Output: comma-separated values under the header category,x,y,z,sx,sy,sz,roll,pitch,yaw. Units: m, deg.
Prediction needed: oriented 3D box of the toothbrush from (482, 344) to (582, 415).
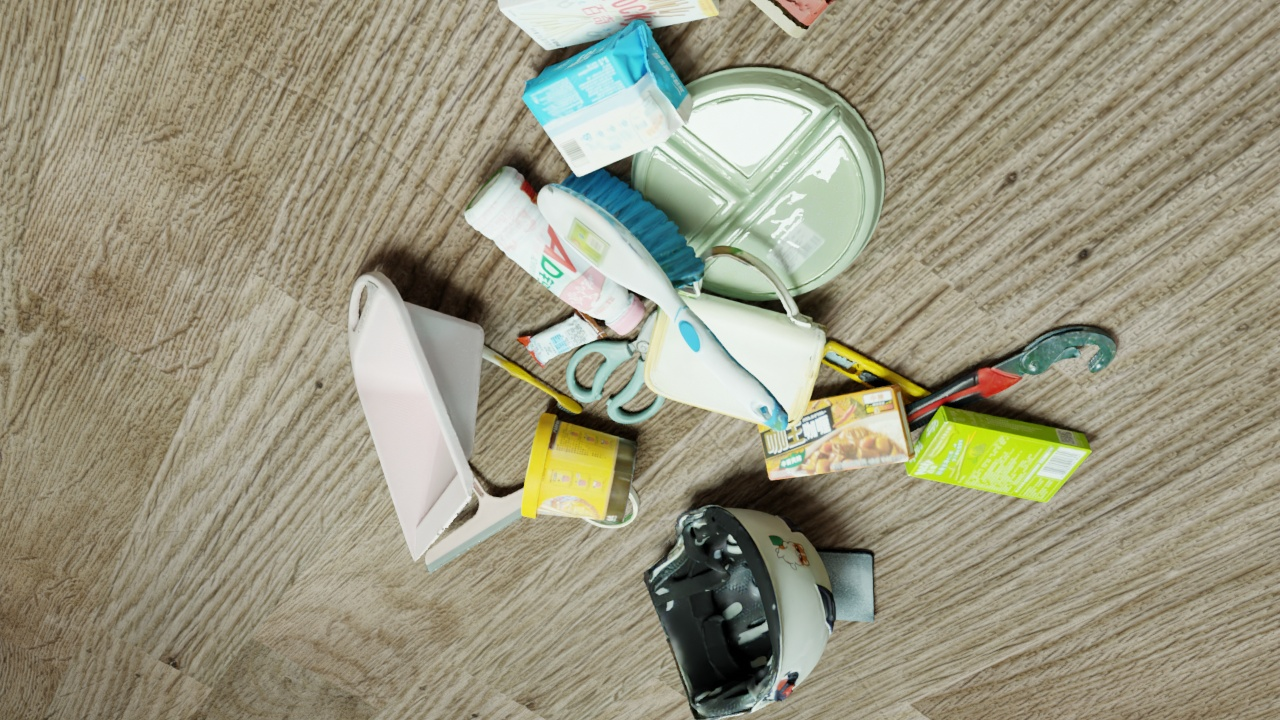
category,x,y,z,sx,sy,sz,roll,pitch,yaw
toothbrush,-0.148,0.010,1.030,0.191,0.016,0.018,32,138,-10

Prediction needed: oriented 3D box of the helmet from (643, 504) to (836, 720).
category,x,y,z,sx,sy,sz,roll,pitch,yaw
helmet,0.131,0.278,1.046,0.156,0.229,0.275,-3,141,-30

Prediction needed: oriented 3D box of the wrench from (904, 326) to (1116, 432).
category,x,y,z,sx,sy,sz,roll,pitch,yaw
wrench,0.318,0.033,0.893,0.274,0.016,0.056,-26,117,26

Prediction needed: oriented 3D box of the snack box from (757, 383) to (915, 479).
category,x,y,z,sx,sy,sz,roll,pitch,yaw
snack box,0.196,0.074,0.934,0.154,0.026,0.075,-14,88,35

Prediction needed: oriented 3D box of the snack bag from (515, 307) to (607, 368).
category,x,y,z,sx,sy,sz,roll,pitch,yaw
snack bag,-0.086,-0.024,0.977,0.104,0.026,0.048,-28,112,32

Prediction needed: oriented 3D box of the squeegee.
category,x,y,z,sx,sy,sz,roll,pitch,yaw
squeegee,-0.242,0.110,1.121,0.248,0.040,0.249,-32,108,18

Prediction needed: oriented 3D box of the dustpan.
category,x,y,z,sx,sy,sz,roll,pitch,yaw
dustpan,-0.258,0.051,0.964,0.138,0.272,0.223,15,144,-21

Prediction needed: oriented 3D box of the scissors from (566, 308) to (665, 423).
category,x,y,z,sx,sy,sz,roll,pitch,yaw
scissors,-0.027,-0.007,0.980,0.132,0.019,0.186,16,128,4

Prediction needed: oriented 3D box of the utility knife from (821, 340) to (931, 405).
category,x,y,z,sx,sy,sz,roll,pitch,yaw
utility knife,0.223,0.013,0.920,0.195,0.015,0.033,27,126,-5

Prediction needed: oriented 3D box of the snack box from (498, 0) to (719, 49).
category,x,y,z,sx,sy,sz,roll,pitch,yaw
snack box,-0.024,-0.286,0.721,0.157,0.084,0.027,-4,85,20

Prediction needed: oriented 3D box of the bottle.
category,x,y,z,sx,sy,sz,roll,pitch,yaw
bottle,-0.077,-0.100,0.893,0.197,0.068,0.068,41,127,-21

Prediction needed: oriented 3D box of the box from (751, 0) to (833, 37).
category,x,y,z,sx,sy,sz,roll,pitch,yaw
box,0.083,-0.323,0.652,0.168,0.091,0.080,37,131,-13

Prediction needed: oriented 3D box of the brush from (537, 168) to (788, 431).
category,x,y,z,sx,sy,sz,roll,pitch,yaw
brush,0.026,-0.061,0.785,0.314,0.109,0.061,41,127,17

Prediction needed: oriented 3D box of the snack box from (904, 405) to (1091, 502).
category,x,y,z,sx,sy,sz,roll,pitch,yaw
snack box,0.355,0.095,0.916,0.156,0.026,0.086,11,132,-8

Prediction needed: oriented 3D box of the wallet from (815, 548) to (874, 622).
category,x,y,z,sx,sy,sz,roll,pitch,yaw
wallet,0.236,0.274,1.119,0.097,0.019,0.121,-1,125,15

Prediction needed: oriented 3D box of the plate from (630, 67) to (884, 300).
category,x,y,z,sx,sy,sz,roll,pitch,yaw
plate,0.101,-0.148,0.825,0.230,0.027,0.231,9,129,11

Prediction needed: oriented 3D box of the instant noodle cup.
category,x,y,z,sx,sy,sz,roll,pitch,yaw
instant noodle cup,-0.067,0.126,1.037,0.114,0.118,0.119,10,129,-1

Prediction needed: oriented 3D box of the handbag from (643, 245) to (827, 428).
category,x,y,z,sx,sy,sz,roll,pitch,yaw
handbag,0.096,-0.031,0.880,0.163,0.063,0.179,15,131,5

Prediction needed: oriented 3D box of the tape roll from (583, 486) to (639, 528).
category,x,y,z,sx,sy,sz,roll,pitch,yaw
tape roll,-0.044,0.171,1.125,0.086,0.013,0.086,9,129,11

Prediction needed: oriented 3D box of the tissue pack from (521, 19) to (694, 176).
category,x,y,z,sx,sy,sz,roll,pitch,yaw
tissue pack,-0.029,-0.220,0.774,0.140,0.063,0.090,-11,125,43
